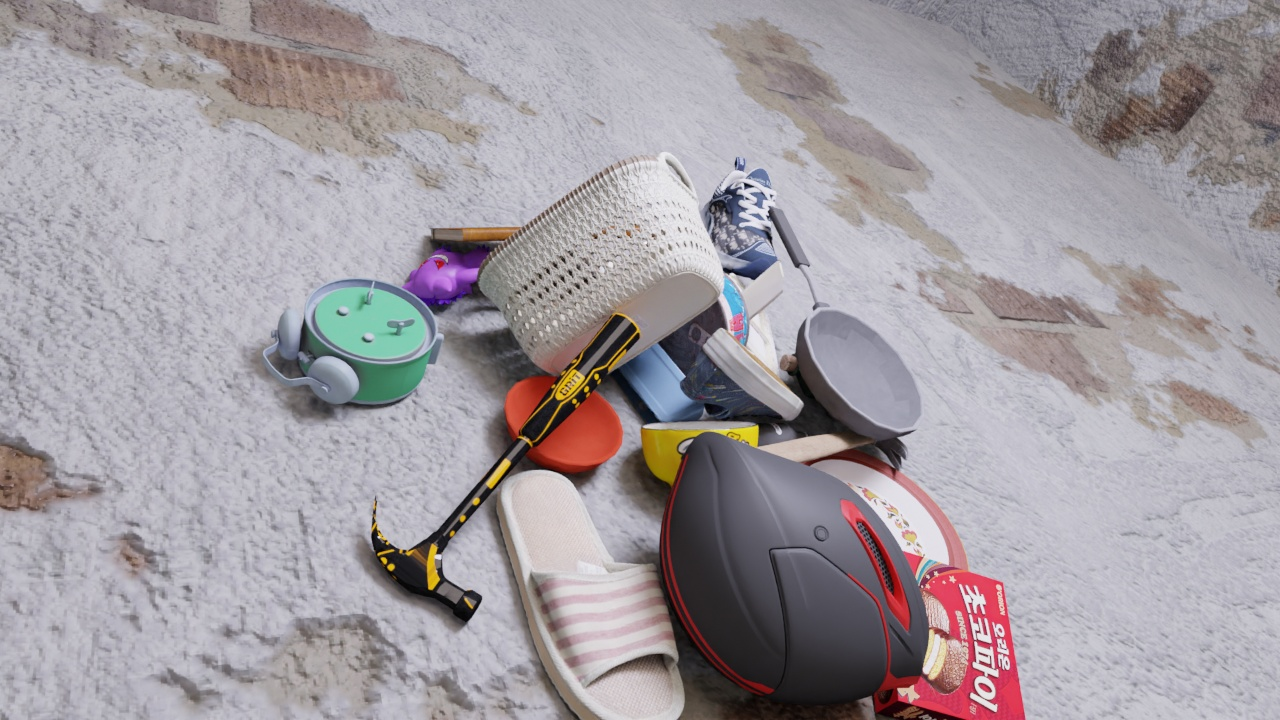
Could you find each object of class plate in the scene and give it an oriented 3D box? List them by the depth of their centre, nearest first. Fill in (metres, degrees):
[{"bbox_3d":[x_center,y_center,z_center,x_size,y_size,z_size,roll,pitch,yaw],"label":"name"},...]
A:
[{"bbox_3d":[0.245,0.181,0.983,0.229,0.021,0.229,17,36,-13],"label":"plate"}]

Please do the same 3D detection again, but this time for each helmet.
[{"bbox_3d":[0.107,0.181,0.772,0.169,0.165,0.264,-19,73,-26],"label":"helmet"}]

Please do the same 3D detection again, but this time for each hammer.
[{"bbox_3d":[-0.102,0.068,0.802,0.123,0.036,0.319,34,60,9],"label":"hammer"},{"bbox_3d":[0.197,0.087,0.978,0.119,0.031,0.330,35,18,28],"label":"hammer"}]

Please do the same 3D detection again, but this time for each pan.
[{"bbox_3d":[0.223,-0.052,1.110,0.178,0.041,0.356,8,49,-36],"label":"pan"}]

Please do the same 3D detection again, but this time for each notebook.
[{"bbox_3d":[-0.110,-0.151,1.084,0.248,0.014,0.178,-5,10,-25],"label":"notebook"}]

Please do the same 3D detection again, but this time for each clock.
[{"bbox_3d":[-0.272,-0.017,0.860,0.122,0.076,0.161,42,39,21],"label":"clock"}]

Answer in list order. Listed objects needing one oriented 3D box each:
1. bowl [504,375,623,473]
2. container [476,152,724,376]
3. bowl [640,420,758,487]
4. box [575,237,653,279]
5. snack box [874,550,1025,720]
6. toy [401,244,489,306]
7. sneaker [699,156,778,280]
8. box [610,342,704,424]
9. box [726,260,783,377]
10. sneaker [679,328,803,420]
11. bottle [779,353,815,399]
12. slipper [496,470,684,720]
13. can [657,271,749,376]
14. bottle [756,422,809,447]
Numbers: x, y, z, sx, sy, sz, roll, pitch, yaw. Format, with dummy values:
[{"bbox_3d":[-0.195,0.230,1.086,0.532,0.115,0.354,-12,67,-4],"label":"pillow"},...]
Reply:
[{"bbox_3d":[-0.080,0.069,0.908,0.122,0.035,0.121,17,36,-13],"label":"bowl"},{"bbox_3d":[-0.034,-0.089,0.960,0.184,0.247,0.142,23,37,-62],"label":"container"},{"bbox_3d":[0.059,0.097,0.916,0.117,0.067,0.117,-1,1,0],"label":"bowl"},{"bbox_3d":[0.000,-0.108,1.155,0.162,0.112,0.084,48,42,6],"label":"box"},{"bbox_3d":[0.284,0.266,0.861,0.132,0.036,0.151,19,48,-12],"label":"snack box"},{"bbox_3d":[-0.214,-0.089,1.004,0.106,0.056,0.087,2,23,28],"label":"toy"},{"bbox_3d":[0.144,-0.198,1.261,0.103,0.133,0.269,17,22,-14],"label":"sneaker"},{"bbox_3d":[-0.007,0.008,1.048,0.066,0.049,0.209,-22,53,-24],"label":"box"},{"bbox_3d":[0.134,-0.068,1.111,0.095,0.186,0.145,-13,40,10],"label":"box"},{"bbox_3d":[0.110,0.036,0.988,0.087,0.079,0.235,48,7,25],"label":"sneaker"},{"bbox_3d":[0.234,0.015,1.147,0.131,0.061,0.061,12,38,-23],"label":"bottle"},{"bbox_3d":[-0.042,0.188,0.768,0.114,0.052,0.262,-4,45,-34],"label":"slipper"},{"bbox_3d":[0.060,-0.044,1.056,0.130,0.130,0.044,44,39,23],"label":"can"},{"bbox_3d":[0.142,0.088,1.023,0.109,0.036,0.036,2,42,-30],"label":"bottle"}]
